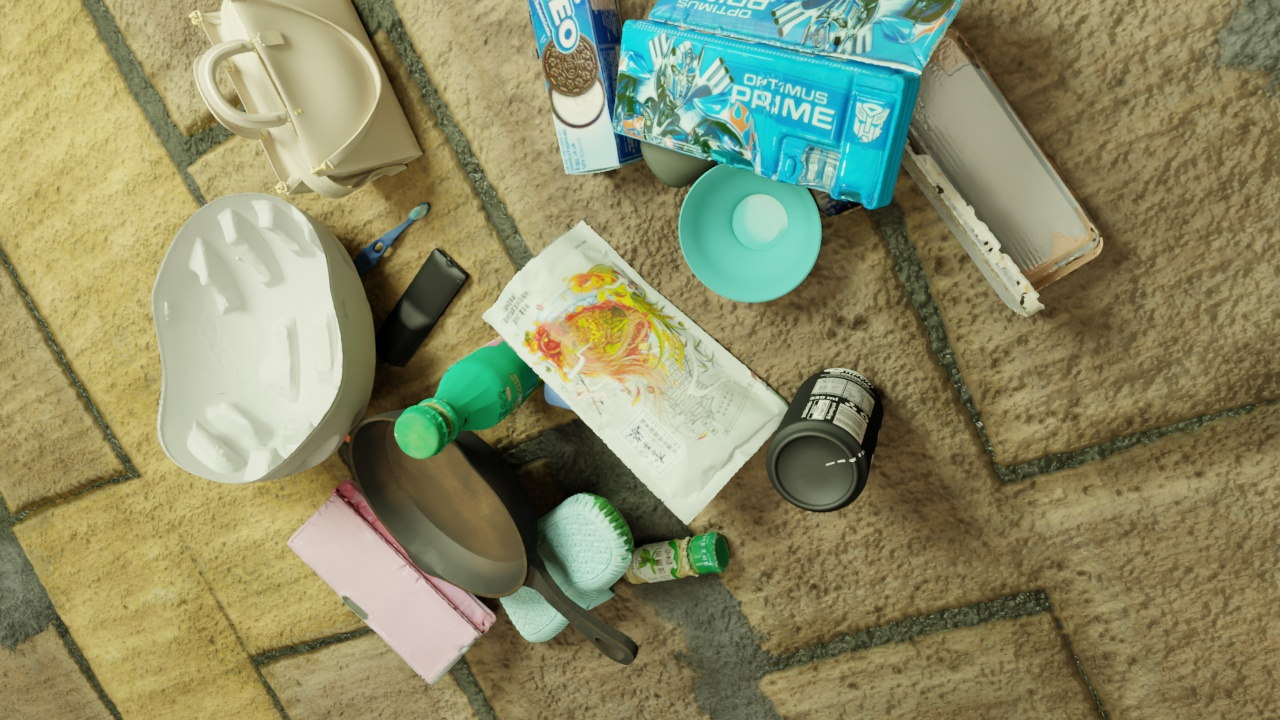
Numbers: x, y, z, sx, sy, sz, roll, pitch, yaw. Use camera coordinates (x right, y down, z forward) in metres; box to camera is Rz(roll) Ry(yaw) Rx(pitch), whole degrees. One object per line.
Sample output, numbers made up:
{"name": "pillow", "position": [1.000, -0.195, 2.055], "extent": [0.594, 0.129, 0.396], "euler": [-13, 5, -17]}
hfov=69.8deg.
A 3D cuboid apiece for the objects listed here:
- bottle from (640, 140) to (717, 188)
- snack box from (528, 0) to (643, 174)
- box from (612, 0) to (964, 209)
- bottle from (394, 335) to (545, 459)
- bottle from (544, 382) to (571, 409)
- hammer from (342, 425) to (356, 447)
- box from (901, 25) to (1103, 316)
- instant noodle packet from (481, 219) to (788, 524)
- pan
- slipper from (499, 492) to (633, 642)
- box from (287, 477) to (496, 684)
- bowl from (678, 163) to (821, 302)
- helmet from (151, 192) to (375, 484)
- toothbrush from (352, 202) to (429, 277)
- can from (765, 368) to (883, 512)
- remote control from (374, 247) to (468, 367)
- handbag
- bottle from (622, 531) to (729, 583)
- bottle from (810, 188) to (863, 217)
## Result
{"name": "bottle", "position": [0.056, -0.195, 0.766], "extent": [0.109, 0.060, 0.060], "euler": [-32, 96, 28]}
{"name": "snack box", "position": [-0.051, -0.275, 0.779], "extent": [0.059, 0.059, 0.226], "euler": [-2, 108, 26]}
{"name": "box", "position": [0.092, -0.223, 0.668], "extent": [0.244, 0.063, 0.174], "euler": [26, 99, 34]}
{"name": "bottle", "position": [-0.149, 0.029, 0.843], "extent": [0.068, 0.209, 0.068], "euler": [7, 111, 19]}
{"name": "bottle", "position": [-0.025, 0.034, 0.888], "extent": [0.131, 0.048, 0.048], "euler": [13, 113, 16]}
{"name": "hammer", "position": [-0.311, 0.093, 1.032], "extent": [0.333, 0.033, 0.133], "euler": [31, 118, 9]}
{"name": "box", "position": [0.261, -0.148, 0.699], "extent": [0.108, 0.095, 0.216], "euler": [-37, 93, 2]}
{"name": "instant noodle packet", "position": [-0.005, 0.005, 0.842], "extent": [0.269, 0.057, 0.146], "euler": [43, 83, 5]}
{"name": "pan", "position": [-0.142, 0.176, 0.913], "extent": [0.356, 0.043, 0.249], "euler": [35, 138, 10]}
{"name": "slipper", "position": [-0.076, 0.210, 0.961], "extent": [0.116, 0.069, 0.277], "euler": [52, 136, 8]}
{"name": "box", "position": [-0.283, 0.251, 1.025], "extent": [0.232, 0.098, 0.100], "euler": [44, 144, 0]}
{"name": "bowl", "position": [0.097, -0.115, 0.787], "extent": [0.121, 0.046, 0.121], "euler": [7, 112, 18]}
{"name": "helmet", "position": [-0.379, -0.025, 0.924], "extent": [0.224, 0.183, 0.282], "euler": [-6, 103, 15]}
{"name": "toothbrush", "position": [-0.261, -0.121, 0.939], "extent": [0.133, 0.016, 0.021], "euler": [-35, 92, 27]}
{"name": "can", "position": [0.158, 0.063, 0.773], "extent": [0.080, 0.145, 0.080], "euler": [7, 111, 18]}
{"name": "remote control", "position": [-0.231, -0.052, 0.951], "extent": [0.045, 0.021, 0.141], "euler": [42, 117, 0]}
{"name": "handbag", "position": [-0.309, -0.237, 0.812], "extent": [0.101, 0.197, 0.194], "euler": [-19, 101, 25]}
{"name": "bottle", "position": [0.034, 0.202, 0.933], "extent": [0.110, 0.042, 0.043], "euler": [-15, 103, 26]}
{"name": "bottle", "position": [0.142, -0.196, 0.734], "extent": [0.056, 0.056, 0.161], "euler": [-21, 101, 26]}
